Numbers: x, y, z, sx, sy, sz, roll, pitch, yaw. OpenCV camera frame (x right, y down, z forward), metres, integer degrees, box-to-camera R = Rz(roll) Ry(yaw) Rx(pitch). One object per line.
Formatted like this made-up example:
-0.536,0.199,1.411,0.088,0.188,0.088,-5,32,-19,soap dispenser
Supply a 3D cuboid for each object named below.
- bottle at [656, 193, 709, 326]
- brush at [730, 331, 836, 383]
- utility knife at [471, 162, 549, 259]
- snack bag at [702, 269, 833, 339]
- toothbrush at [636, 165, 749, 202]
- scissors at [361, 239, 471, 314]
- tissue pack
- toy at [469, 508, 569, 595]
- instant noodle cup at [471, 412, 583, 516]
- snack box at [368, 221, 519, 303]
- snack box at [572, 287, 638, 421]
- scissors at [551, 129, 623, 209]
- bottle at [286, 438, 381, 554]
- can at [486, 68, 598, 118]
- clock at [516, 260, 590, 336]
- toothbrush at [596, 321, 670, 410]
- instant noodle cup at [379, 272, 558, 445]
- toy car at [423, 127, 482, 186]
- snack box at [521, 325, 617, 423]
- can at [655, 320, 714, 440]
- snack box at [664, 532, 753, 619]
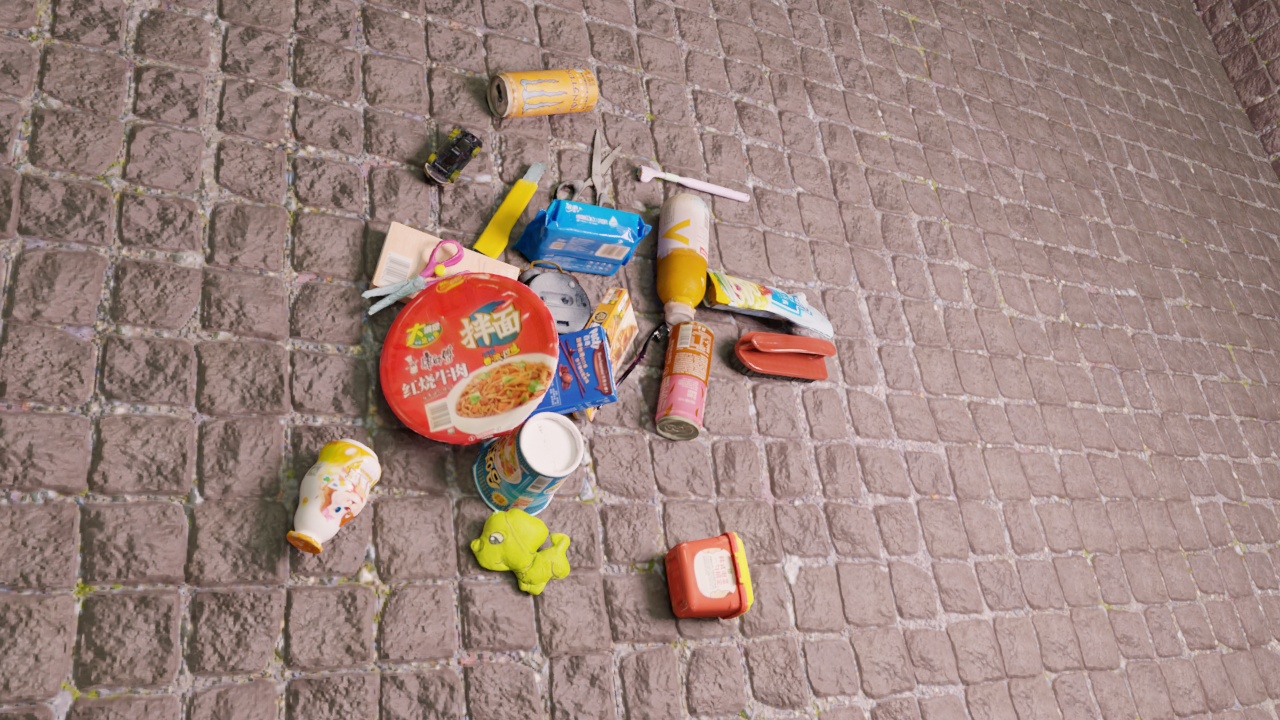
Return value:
0.056,-0.133,1.221,0.068,0.068,0.189,17,59,-22,bottle
0.191,-0.010,1.236,0.145,0.069,0.063,6,62,-28,brush
-0.161,-0.186,1.152,0.033,0.015,0.192,33,57,-12,utility knife
0.171,-0.081,1.265,0.190,0.039,0.110,11,21,-23,snack bag
0.080,-0.252,1.329,0.189,0.021,0.029,8,61,-29,toothbrush
-0.242,-0.077,1.019,0.137,0.017,0.077,-37,101,-27,scissors
-0.073,-0.154,1.141,0.157,0.095,0.052,5,62,-26,tissue pack
-0.124,0.197,0.966,0.096,0.031,0.100,-28,93,-21,toy
-0.114,0.106,0.972,0.099,0.110,0.099,13,61,-25,instant noodle cup
-0.224,-0.094,1.057,0.157,0.026,0.084,20,65,-21,snack box
-0.048,-0.009,1.094,0.026,0.075,0.153,9,51,24,snack box
-0.062,-0.243,1.247,0.159,0.014,0.170,-19,74,-38,scissors
-0.297,0.131,0.882,0.063,0.063,0.108,31,54,-13,bottle
-0.130,-0.360,1.235,0.145,0.058,0.058,-17,75,-35,can
-0.108,-0.070,1.101,0.082,0.055,0.121,4,63,-28,clock
-0.007,0.007,1.135,0.018,0.014,0.188,49,44,-11,toothbrush
-0.176,0.005,0.979,0.194,0.066,0.193,-3,67,7,instant noodle cup
-0.232,-0.248,1.132,0.042,0.035,0.090,36,54,-8,toy car
-0.108,0.021,1.013,0.157,0.026,0.084,-14,69,8,snack box
0.056,0.024,1.147,0.058,0.058,0.147,23,57,-19,can
0.075,0.244,1.033,0.080,0.082,0.091,0,65,-20,snack box
